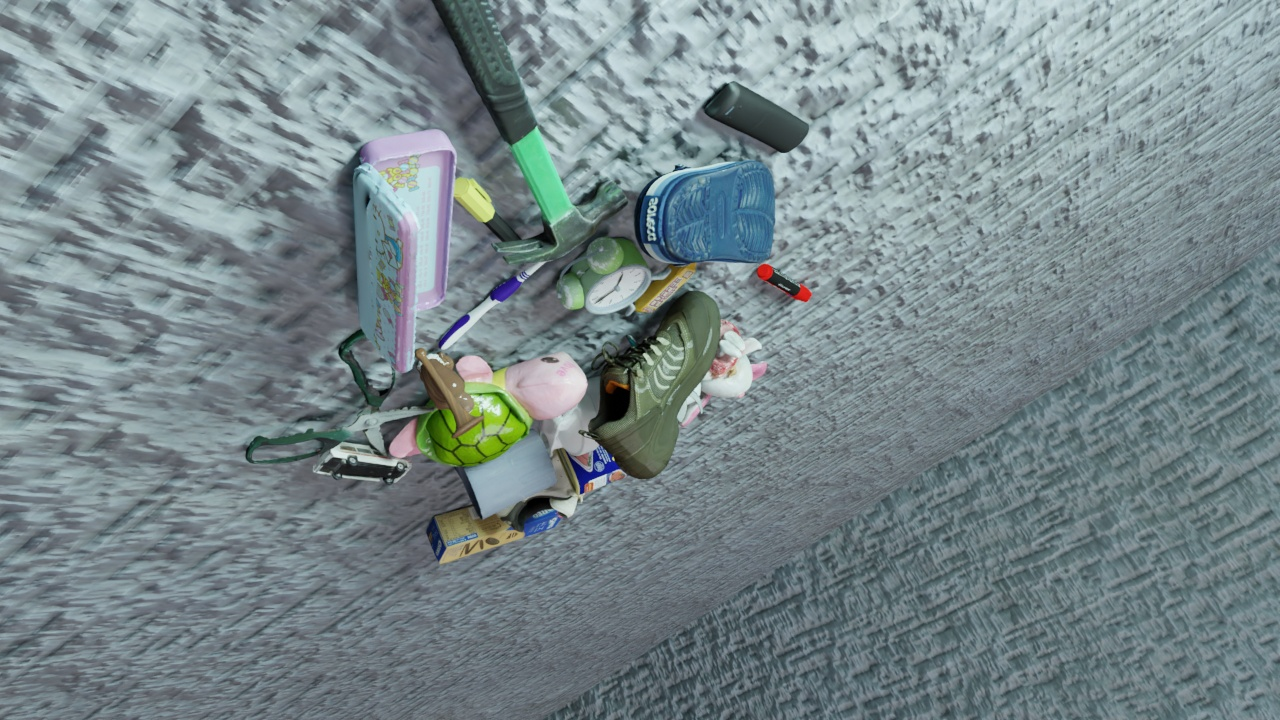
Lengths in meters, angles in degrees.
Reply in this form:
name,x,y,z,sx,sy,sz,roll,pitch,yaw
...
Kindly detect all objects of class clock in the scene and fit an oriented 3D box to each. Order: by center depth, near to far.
name,x,y,z,sx,sy,sz,roll,pitch,yaw
clock,-0.037,-0.089,0.973,0.119,0.042,0.095,4,138,-51

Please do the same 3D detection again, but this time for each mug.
name,x,y,z,sx,sy,sz,roll,pitch,yaw
mug,-0.177,0.134,1.173,0.103,0.124,0.084,-23,118,-18

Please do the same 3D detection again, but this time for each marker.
name,x,y,z,sx,sy,sz,roll,pitch,yaw
marker,-0.133,-0.128,0.826,0.021,0.017,0.124,-31,157,5
marker,0.190,-0.102,1.217,0.024,0.021,0.145,-8,167,30

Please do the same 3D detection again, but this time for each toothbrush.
name,x,y,z,sx,sy,sz,roll,pitch,yaw
toothbrush,-0.142,-0.068,0.932,0.187,0.016,0.015,-37,154,21

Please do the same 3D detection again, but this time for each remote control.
name,x,y,z,sx,sy,sz,roll,pitch,yaw
remote control,0.117,-0.232,0.892,0.041,0.020,0.151,-42,154,28

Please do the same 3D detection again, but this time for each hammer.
name,x,y,z,sx,sy,sz,roll,pitch,yaw
hammer,-0.096,-0.182,0.734,0.130,0.032,0.319,-38,154,-7

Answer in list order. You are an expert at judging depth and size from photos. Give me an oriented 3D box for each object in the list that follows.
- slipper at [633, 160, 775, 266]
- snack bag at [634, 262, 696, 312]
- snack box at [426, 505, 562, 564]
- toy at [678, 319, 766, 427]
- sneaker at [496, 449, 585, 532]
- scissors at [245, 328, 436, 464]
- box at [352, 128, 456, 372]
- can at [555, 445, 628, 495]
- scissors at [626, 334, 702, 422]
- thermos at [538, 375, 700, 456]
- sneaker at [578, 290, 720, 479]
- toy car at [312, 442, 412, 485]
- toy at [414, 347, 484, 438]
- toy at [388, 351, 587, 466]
name,x,y,z,sx,sy,sz,roll,pitch,yaw
slipper,0.059,-0.147,0.915,0.095,0.105,0.252,5,-170,30
snack bag,0.029,-0.087,1.073,0.099,0.020,0.026,-42,151,25
snack box,-0.217,0.248,1.403,0.206,0.057,0.056,-11,151,-34
toy,0.116,0.010,1.274,0.159,0.084,0.194,-31,157,-16
sneaker,-0.102,0.165,1.313,0.241,0.102,0.089,-28,155,-6
scissors,-0.314,0.047,0.944,0.201,0.015,0.202,-12,139,-15
box,-0.191,-0.080,0.766,0.089,0.092,0.215,-17,153,-25
can,-0.064,0.117,1.249,0.092,0.116,0.057,-20,154,-15
scissors,0.042,0.002,1.174,0.155,0.019,0.124,32,93,-22
thermos,-0.029,0.051,1.200,0.219,0.099,0.100,-20,154,-30
sneaker,-0.006,0.006,1.079,0.143,0.237,0.101,31,163,-29
toy car,-0.321,0.117,1.061,0.039,0.039,0.113,-41,148,23
toy,-0.204,0.032,0.969,0.041,0.102,0.055,-34,173,-3
toy,-0.173,0.062,1.063,0.238,0.087,0.190,-24,145,0
